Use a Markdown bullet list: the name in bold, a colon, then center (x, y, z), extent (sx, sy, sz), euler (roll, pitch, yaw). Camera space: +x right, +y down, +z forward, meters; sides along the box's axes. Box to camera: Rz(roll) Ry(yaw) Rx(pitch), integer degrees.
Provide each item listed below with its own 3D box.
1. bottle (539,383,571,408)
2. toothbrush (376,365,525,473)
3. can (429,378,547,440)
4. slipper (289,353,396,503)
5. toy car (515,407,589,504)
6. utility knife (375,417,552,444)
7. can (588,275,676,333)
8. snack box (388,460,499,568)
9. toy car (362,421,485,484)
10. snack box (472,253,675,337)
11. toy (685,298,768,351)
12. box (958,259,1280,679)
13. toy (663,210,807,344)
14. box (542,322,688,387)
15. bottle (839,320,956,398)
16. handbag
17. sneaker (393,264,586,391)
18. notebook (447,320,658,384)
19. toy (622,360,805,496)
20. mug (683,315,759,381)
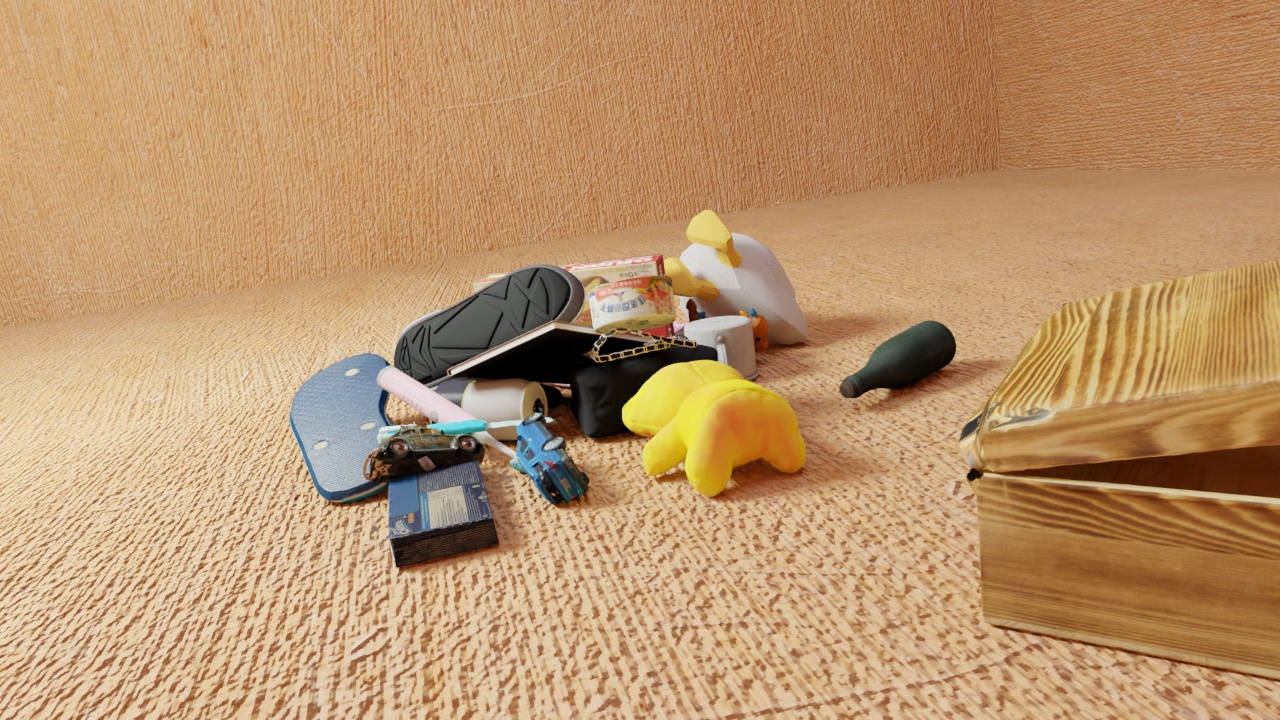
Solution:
- **bottle**: center (-0.108, 0.042, 1.065), extent (0.025, 0.025, 0.106), euler (-18, 17, -35)
- **toothbrush**: center (-0.185, 0.059, 0.918), extent (0.223, 0.027, 0.026), euler (26, 42, 32)
- **can**: center (-0.156, 0.052, 0.967), extent (0.127, 0.064, 0.064), euler (-2, 15, 21)
- **slipper**: center (-0.304, 0.078, 0.967), extent (0.118, 0.060, 0.295), euler (-17, 29, -15)
- **toy car**: center (-0.084, 0.086, 0.811), extent (0.043, 0.056, 0.120), euler (-33, 24, -8)
- **utility knife**: center (-0.168, 0.065, 0.880), extent (0.169, 0.015, 0.022), euler (-5, 23, 1)
- **can**: center (-0.008, -0.055, 0.921), extent (0.086, 0.043, 0.086), euler (-8, -6, -1)
- **snack box**: center (-0.167, 0.124, 0.763), extent (0.082, 0.027, 0.150), euler (-12, 13, -11)
- **toy car**: center (-0.201, 0.082, 0.847), extent (0.111, 0.047, 0.047), euler (0, 46, -31)
- **snack box**: center (-0.082, -0.061, 1.147), extent (0.236, 0.113, 0.060), euler (-5, 16, 12)
- **toy**: center (0.108, -0.045, 1.138), extent (0.090, 0.103, 0.070), euler (-25, 20, 36)
- **box**: center (0.343, 0.038, 0.548), extent (0.248, 0.176, 0.278), euler (0, 17, 35)
- **toy**: center (0.129, -0.094, 1.252), extent (0.247, 0.141, 0.267), euler (37, 3, 33)
- **box**: center (-0.057, -0.015, 1.245), extent (0.160, 0.035, 0.229), euler (7, 20, 44)
- **bottle**: center (0.263, 0.005, 0.956), extent (0.173, 0.055, 0.055), euler (-21, 20, -40)
- **handbag**: center (-0.006, 0.006, 0.971), extent (0.153, 0.115, 0.125), euler (-15, 15, -16)
- **sneaker**: center (-0.145, -0.019, 1.056), extent (0.257, 0.093, 0.160), euler (-22, -23, 23)
- **notebook**: center (-0.087, -0.004, 0.997), extent (0.142, 0.008, 0.208), euler (-22, -15, 28)
- **toy**: center (0.057, 0.048, 0.827), extent (0.134, 0.087, 0.194), euler (-14, 16, -12)
- **mug**: center (0.094, -0.008, 1.067), extent (0.084, 0.070, 0.113), euler (-7, 12, 3)
